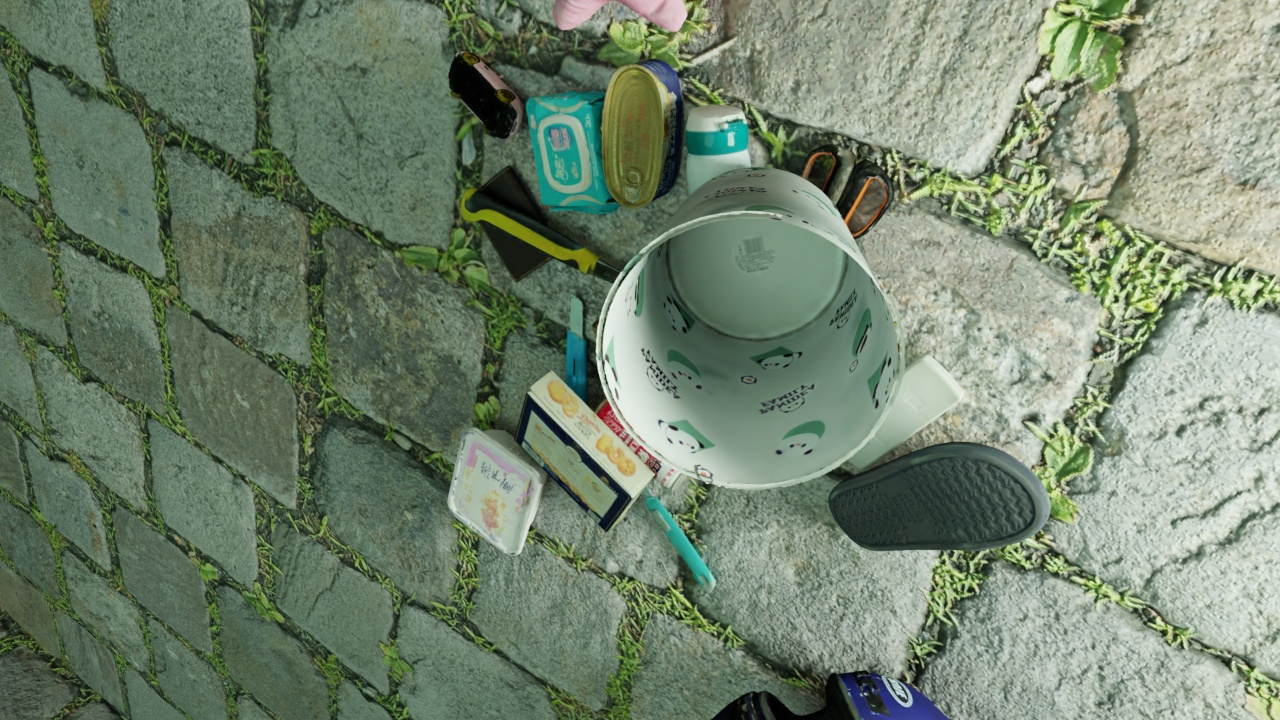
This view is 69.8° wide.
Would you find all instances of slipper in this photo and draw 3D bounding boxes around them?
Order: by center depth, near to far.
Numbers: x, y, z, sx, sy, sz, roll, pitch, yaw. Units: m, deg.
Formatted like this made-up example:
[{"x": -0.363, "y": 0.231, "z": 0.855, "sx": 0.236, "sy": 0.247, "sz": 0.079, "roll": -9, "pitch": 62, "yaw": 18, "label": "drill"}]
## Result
[{"x": 0.300, "y": 0.129, "z": 0.930, "sx": 0.110, "sy": 0.083, "sz": 0.269, "roll": 58, "pitch": 149, "yaw": -1, "label": "slipper"}]

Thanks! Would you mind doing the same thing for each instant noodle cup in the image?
[{"x": -0.195, "y": 0.176, "z": 1.295, "sx": 0.138, "sy": 0.060, "sz": 0.174, "roll": 32, "pitch": 126, "yaw": 17, "label": "instant noodle cup"}]

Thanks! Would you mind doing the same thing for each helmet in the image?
[{"x": 0.248, "y": 0.470, "z": 1.024, "sx": 0.240, "sy": 0.247, "sz": 0.315, "roll": -38, "pitch": 96, "yaw": 1, "label": "helmet"}]

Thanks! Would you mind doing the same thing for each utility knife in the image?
[{"x": -0.082, "y": 0.007, "z": 1.158, "sx": 0.034, "sy": 0.018, "sz": 0.194, "roll": 18, "pitch": 121, "yaw": 27, "label": "utility knife"}, {"x": 0.032, "y": 0.210, "z": 1.187, "sx": 0.029, "sy": 0.013, "sz": 0.223, "roll": -33, "pitch": 93, "yaw": 40, "label": "utility knife"}]

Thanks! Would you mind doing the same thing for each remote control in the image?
[{"x": 0.260, "y": 0.055, "z": 0.947, "sx": 0.058, "sy": 0.021, "sz": 0.150, "roll": 48, "pitch": 130, "yaw": 4, "label": "remote control"}]

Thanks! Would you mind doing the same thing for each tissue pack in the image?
[{"x": -0.070, "y": -0.227, "z": 1.008, "sx": 0.093, "sy": 0.050, "sz": 0.133, "roll": 5, "pitch": 116, "yaw": 32, "label": "tissue pack"}]

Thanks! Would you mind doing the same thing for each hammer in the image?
[{"x": -0.068, "y": -0.121, "z": 1.059, "sx": 0.323, "sy": 0.031, "sz": 0.126, "roll": 28, "pitch": 125, "yaw": 13, "label": "hammer"}]

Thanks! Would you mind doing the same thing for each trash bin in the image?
[{"x": 0.097, "y": -0.050, "z": 0.799, "sx": 0.230, "sy": 0.251, "sz": 0.230, "roll": 3, "pitch": 114, "yaw": 8, "label": "trash bin"}]

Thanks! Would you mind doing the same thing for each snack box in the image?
[{"x": -0.077, "y": 0.119, "z": 1.150, "sx": 0.178, "sy": 0.045, "sz": 0.183, "roll": 44, "pitch": 154, "yaw": 8, "label": "snack box"}]

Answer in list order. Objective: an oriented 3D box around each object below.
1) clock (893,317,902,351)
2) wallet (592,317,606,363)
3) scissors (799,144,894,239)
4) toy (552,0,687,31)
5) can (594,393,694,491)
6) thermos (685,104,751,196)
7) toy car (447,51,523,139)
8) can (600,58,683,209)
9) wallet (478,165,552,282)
[{"x": 0.203, "y": -0.005, "z": 0.917, "sx": 0.055, "sy": 0.081, "sz": 0.122, "roll": 48, "pitch": 128, "yaw": -3, "label": "clock"}, {"x": -0.006, "y": 0.006, "z": 1.071, "sx": 0.090, "sy": 0.033, "sz": 0.115, "roll": 20, "pitch": 143, "yaw": 35, "label": "wallet"}, {"x": 0.183, "y": -0.099, "z": 0.920, "sx": 0.143, "sy": 0.021, "sz": 0.235, "roll": 14, "pitch": 120, "yaw": 28, "label": "scissors"}, {"x": -0.037, "y": -0.408, "z": 0.876, "sx": 0.195, "sy": 0.074, "sz": 0.179, "roll": 15, "pitch": 121, "yaw": 29, "label": "toy"}, {"x": 0.003, "y": 0.099, "z": 1.124, "sx": 0.133, "sy": 0.053, "sz": 0.053, "roll": 38, "pitch": 129, "yaw": 12, "label": "can"}, {"x": 0.081, "y": -0.145, "z": 0.939, "sx": 0.073, "sy": 0.073, "sz": 0.224, "roll": 9, "pitch": 118, "yaw": 31, "label": "thermos"}, {"x": -0.176, "y": -0.304, "z": 1.052, "sx": 0.122, "sy": 0.037, "sz": 0.056, "roll": 48, "pitch": 129, "yaw": 20, "label": "toy car"}, {"x": 0.003, "y": -0.235, "z": 0.955, "sx": 0.075, "sy": 0.049, "sz": 0.148, "roll": 18, "pitch": 122, "yaw": 27, "label": "can"}, {"x": -0.156, "y": -0.164, "z": 1.120, "sx": 0.097, "sy": 0.020, "sz": 0.122, "roll": -26, "pitch": 98, "yaw": 44, "label": "wallet"}]
